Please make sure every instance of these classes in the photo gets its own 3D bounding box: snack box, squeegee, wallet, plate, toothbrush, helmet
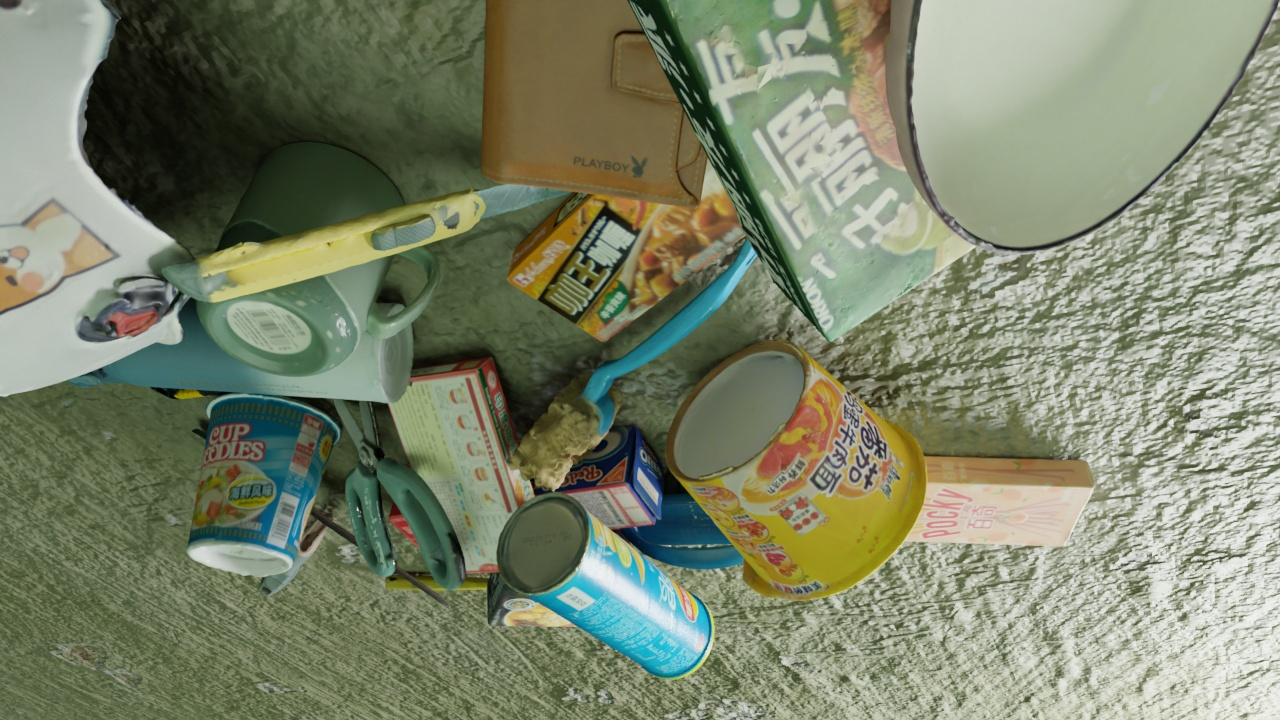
[{"bbox_3d":[-0.087,0.101,0.699,0.208,0.057,0.058,-11,135,21],"label":"snack box"},{"bbox_3d":[-0.307,0.170,0.831,0.247,0.040,0.250,38,139,-11],"label":"squeegee"},{"bbox_3d":[0.238,0.104,0.674,0.157,0.026,0.085,0,140,8],"label":"snack box"},{"bbox_3d":[-0.015,-0.135,0.400,0.108,0.031,0.132,9,125,-1],"label":"wallet"},{"bbox_3d":[0.160,-0.134,0.334,0.192,0.039,0.193,-16,126,-23],"label":"plate"},{"bbox_3d":[-0.154,0.210,0.872,0.190,0.015,0.017,-2,135,12],"label":"toothbrush"},{"bbox_3d":[0.073,-0.125,0.365,0.114,0.063,0.240,-33,132,2],"label":"snack box"},{"bbox_3d":[-0.324,-0.078,0.385,0.230,0.156,0.275,35,142,14],"label":"helmet"},{"bbox_3d":[-0.001,-0.071,0.501,0.075,0.026,0.154,32,135,-26],"label":"snack box"},{"bbox_3d":[-0.059,0.181,0.773,0.125,0.053,0.113,5,143,-16],"label":"snack box"},{"bbox_3d":[-0.121,0.077,0.642,0.077,0.027,0.156,-7,110,20],"label":"snack box"}]

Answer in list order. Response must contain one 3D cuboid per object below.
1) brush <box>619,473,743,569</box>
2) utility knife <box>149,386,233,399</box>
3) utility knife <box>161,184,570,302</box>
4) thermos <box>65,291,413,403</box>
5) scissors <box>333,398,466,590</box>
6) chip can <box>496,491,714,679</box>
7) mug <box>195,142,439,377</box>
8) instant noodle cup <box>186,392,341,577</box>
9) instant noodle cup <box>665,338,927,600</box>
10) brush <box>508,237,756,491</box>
[{"bbox_3d":[0.051,0.122,0.689,0.144,0.073,0.055,-4,131,15],"label":"brush"},{"bbox_3d":[-0.277,0.012,0.653,0.171,0.015,0.033,-5,142,14],"label":"utility knife"},{"bbox_3d":[-0.118,-0.066,0.447,0.211,0.022,0.031,-26,151,-28],"label":"utility knife"},{"bbox_3d":[-0.260,-0.009,0.584,0.220,0.070,0.070,3,140,4],"label":"thermos"},{"bbox_3d":[-0.173,0.105,0.655,0.181,0.019,0.170,27,127,38],"label":"scissors"},{"bbox_3d":[-0.018,0.168,0.663,0.071,0.071,0.210,-13,143,23],"label":"chip can"},{"bbox_3d":[-0.167,-0.047,0.494,0.111,0.106,0.082,18,139,-13],"label":"mug"},{"bbox_3d":[-0.276,0.093,0.666,0.099,0.109,0.099,2,150,1],"label":"instant noodle cup"},{"bbox_3d":[0.090,0.062,0.572,0.138,0.137,0.110,-27,122,35],"label":"instant noodle cup"},{"bbox_3d":[-0.003,0.003,0.566,0.046,0.083,0.255,48,126,4],"label":"brush"}]
